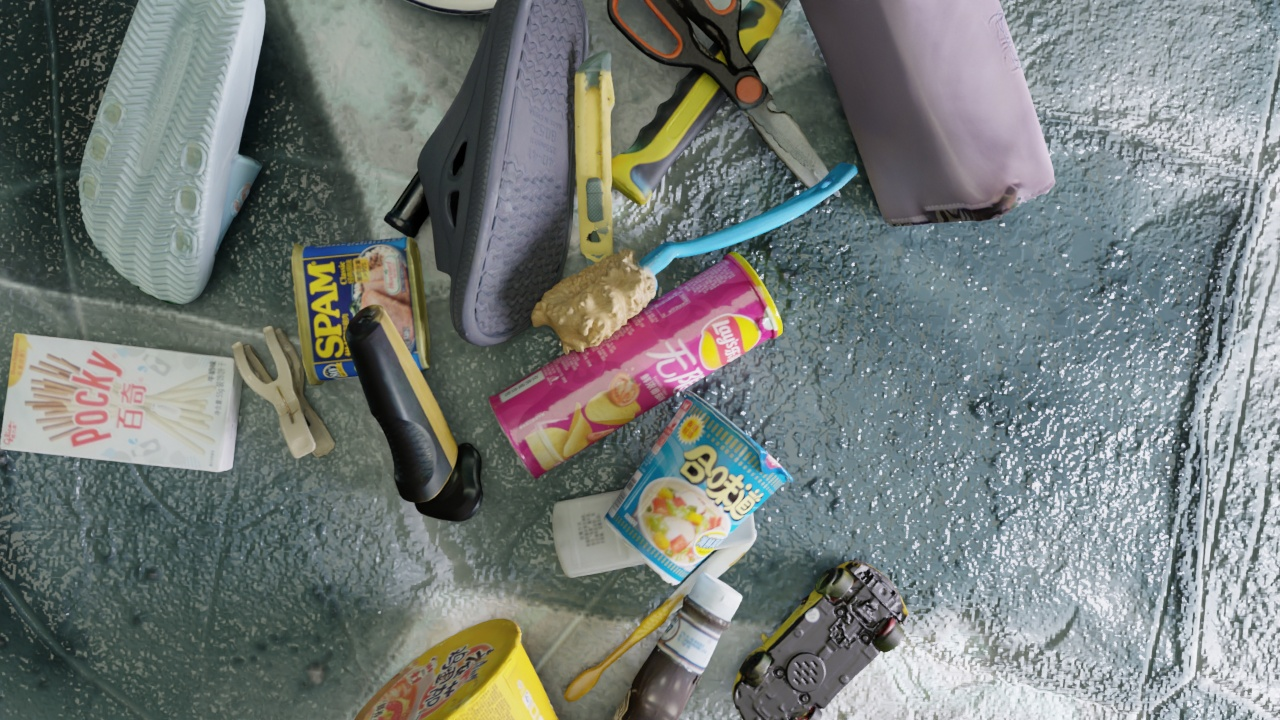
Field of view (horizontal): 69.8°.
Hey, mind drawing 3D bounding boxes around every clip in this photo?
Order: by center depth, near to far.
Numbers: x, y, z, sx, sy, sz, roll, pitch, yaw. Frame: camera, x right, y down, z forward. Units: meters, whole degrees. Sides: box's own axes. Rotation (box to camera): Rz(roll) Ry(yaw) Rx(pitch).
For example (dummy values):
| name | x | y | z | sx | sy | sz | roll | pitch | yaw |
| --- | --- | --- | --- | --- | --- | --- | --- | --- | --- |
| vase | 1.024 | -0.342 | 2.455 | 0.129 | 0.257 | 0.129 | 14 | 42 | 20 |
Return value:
| name | x | y | z | sx | sy | sz | roll | pitch | yaw |
| --- | --- | --- | --- | --- | --- | --- | --- | --- | --- |
| clip | -0.259 | 0.026 | 0.668 | 0.034 | 0.071 | 0.100 | -27 | 88 | -4 |

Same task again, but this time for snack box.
| name | x | y | z | sx | sy | sz | roll | pitch | yaw |
| --- | --- | --- | --- | --- | --- | --- | --- | --- | --- |
| snack box | -0.375 | 0.031 | 0.669 | 0.157 | 0.027 | 0.084 | 7 | 89 | -4 |

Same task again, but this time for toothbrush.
| name | x | y | z | sx | sy | sz | roll | pitch | yaw |
| --- | --- | --- | --- | --- | --- | --- | --- | --- | --- |
| toothbrush | -0.121 | -0.185 | 0.686 | 0.027 | 0.026 | 0.212 | 33 | 87 | 27 |
| toothbrush | 0.016 | 0.192 | 0.698 | 0.191 | 0.018 | 0.016 | -41 | 90 | -6 |

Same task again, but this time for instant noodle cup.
| name | x | y | z | sx | sy | sz | roll | pitch | yaw |
| --- | --- | --- | --- | --- | --- | --- | --- | --- | --- |
| instant noodle cup | -0.116 | 0.265 | 0.635 | 0.138 | 0.138 | 0.110 | -31 | 100 | -4 |
| instant noodle cup | 0.034 | 0.092 | 0.642 | 0.099 | 0.099 | 0.110 | 42 | 87 | -2 |

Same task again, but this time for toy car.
| name | x | y | z | sx | sy | sz | roll | pitch | yaw |
| --- | --- | --- | --- | --- | --- | --- | --- | --- | --- |
| toy car | 0.132 | 0.217 | 0.690 | 0.071 | 0.041 | 0.155 | 45 | 86 | -2 |

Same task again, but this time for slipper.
| name | x | y | z | sx | sy | sz | roll | pitch | yaw |
| --- | --- | --- | --- | --- | --- | --- | --- | --- | --- |
| slipper | -0.319 | -0.161 | 0.648 | 0.104 | 0.074 | 0.246 | 24 | 105 | 5 |
| slipper | -0.102 | -0.144 | 0.661 | 0.083 | 0.110 | 0.268 | 10 | 90 | 29 |

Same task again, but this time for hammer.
| name | x | y | z | sx | sy | sz | roll | pitch | yaw |
| --- | --- | --- | --- | --- | --- | --- | --- | --- | --- |
| hammer | 0.088 | -0.252 | 0.697 | 0.126 | 0.032 | 0.323 | 38 | 87 | -2 |

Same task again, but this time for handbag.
| name | x | y | z | sx | sy | sz | roll | pitch | yaw |
| --- | --- | --- | --- | --- | --- | --- | --- | --- | --- |
| handbag | 0.198 | -0.198 | 0.630 | 0.098 | 0.145 | 0.197 | -27 | 104 | 0 |

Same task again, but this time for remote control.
| name | x | y | z | sx | sy | sz | roll | pitch | yaw |
| --- | --- | --- | --- | --- | --- | --- | --- | --- | --- |
| remote control | 0.009 | 0.122 | 0.691 | 0.150 | 0.021 | 0.058 | -10 | 77 | -2 |

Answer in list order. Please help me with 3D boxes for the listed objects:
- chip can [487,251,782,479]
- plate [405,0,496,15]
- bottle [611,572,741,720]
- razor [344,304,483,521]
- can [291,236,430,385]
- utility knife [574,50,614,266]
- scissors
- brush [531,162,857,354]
| name | x | y | z | sx | sy | sz | roll | pitch | yaw |
| --- | --- | --- | --- | --- | --- | --- | --- | --- | --- |
| chip can | -0.004 | 0.004 | 0.670 | 0.210 | 0.071 | 0.071 | -31 | 91 | -3 |
| plate | -0.130 | -0.352 | 0.678 | 0.205 | 0.045 | 0.205 | 0 | 91 | -3 |
| bottle | 0.010 | 0.246 | 0.664 | 0.044 | 0.080 | 0.195 | 31 | 86 | 3 |
| razor | -0.158 | 0.038 | 0.643 | 0.062 | 0.067 | 0.167 | 3 | 124 | 36 |
| can | -0.200 | -0.037 | 0.665 | 0.083 | 0.057 | 0.102 | -7 | 90 | -6 |
| utility knife | -0.031 | -0.119 | 0.680 | 0.031 | 0.021 | 0.211 | 2 | 109 | 12 |
| scissors | 0.059 | -0.199 | 0.674 | 0.142 | 0.021 | 0.235 | -17 | 97 | 6 |
| brush | 0.039 | -0.078 | 0.652 | 0.254 | 0.083 | 0.046 | -27 | 110 | -3 |
